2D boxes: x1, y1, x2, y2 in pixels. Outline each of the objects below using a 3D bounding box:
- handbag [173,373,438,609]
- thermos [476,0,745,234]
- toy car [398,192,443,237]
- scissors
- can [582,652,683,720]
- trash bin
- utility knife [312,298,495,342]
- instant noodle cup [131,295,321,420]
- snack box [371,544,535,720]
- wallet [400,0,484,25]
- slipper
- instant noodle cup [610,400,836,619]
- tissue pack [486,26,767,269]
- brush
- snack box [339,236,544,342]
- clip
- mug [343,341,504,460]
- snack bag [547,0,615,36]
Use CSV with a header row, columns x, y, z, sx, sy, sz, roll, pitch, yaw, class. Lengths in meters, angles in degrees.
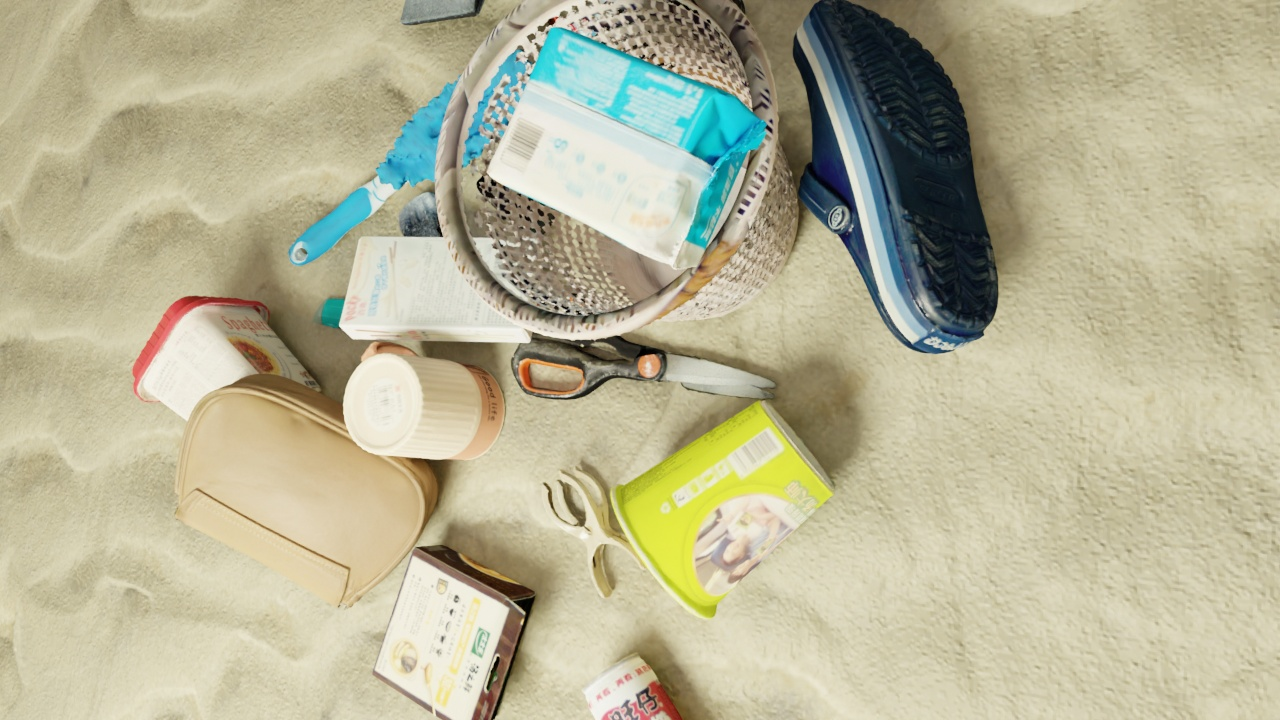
x,y,z,sx,sy,sz,roll,pitch,yaw,class
-0.278,0.104,0.767,0.204,0.099,0.148,31,94,-5,handbag
-0.021,-0.202,0.715,0.090,0.068,0.243,47,105,16,thermos
-0.179,-0.098,0.801,0.049,0.031,0.105,-33,72,20,toy car
-0.001,-0.013,0.708,0.235,0.021,0.139,-11,79,25,scissors
0.013,0.278,0.649,0.053,0.053,0.132,-41,68,16,can
0.010,-0.115,0.617,0.228,0.192,0.227,-3,82,26,trash bin
-0.213,-0.034,0.820,0.220,0.013,0.029,8,86,29,utility knife
-0.375,0.017,0.846,0.124,0.116,0.117,40,102,13,instant noodle cup
-0.144,0.224,0.733,0.126,0.053,0.113,20,93,26,snack box
-0.167,-0.359,0.822,0.097,0.019,0.120,8,81,35,wallet
0.159,-0.117,0.605,0.095,0.105,0.252,-36,59,49,slipper
0.062,0.094,0.624,0.123,0.111,0.111,-39,69,8,instant noodle cup
-0.010,-0.112,0.485,0.140,0.063,0.090,30,98,27,tissue pack
-0.210,-0.164,0.801,0.315,0.109,0.060,-35,107,13,brush
-0.161,-0.059,0.750,0.157,0.027,0.084,1,67,10,snack box
-0.036,0.128,0.703,0.074,0.034,0.100,-37,74,17,clip
-0.182,0.027,0.745,0.082,0.105,0.114,-47,67,14,mug
-0.024,-0.280,0.745,0.105,0.026,0.045,-23,107,19,snack bag
